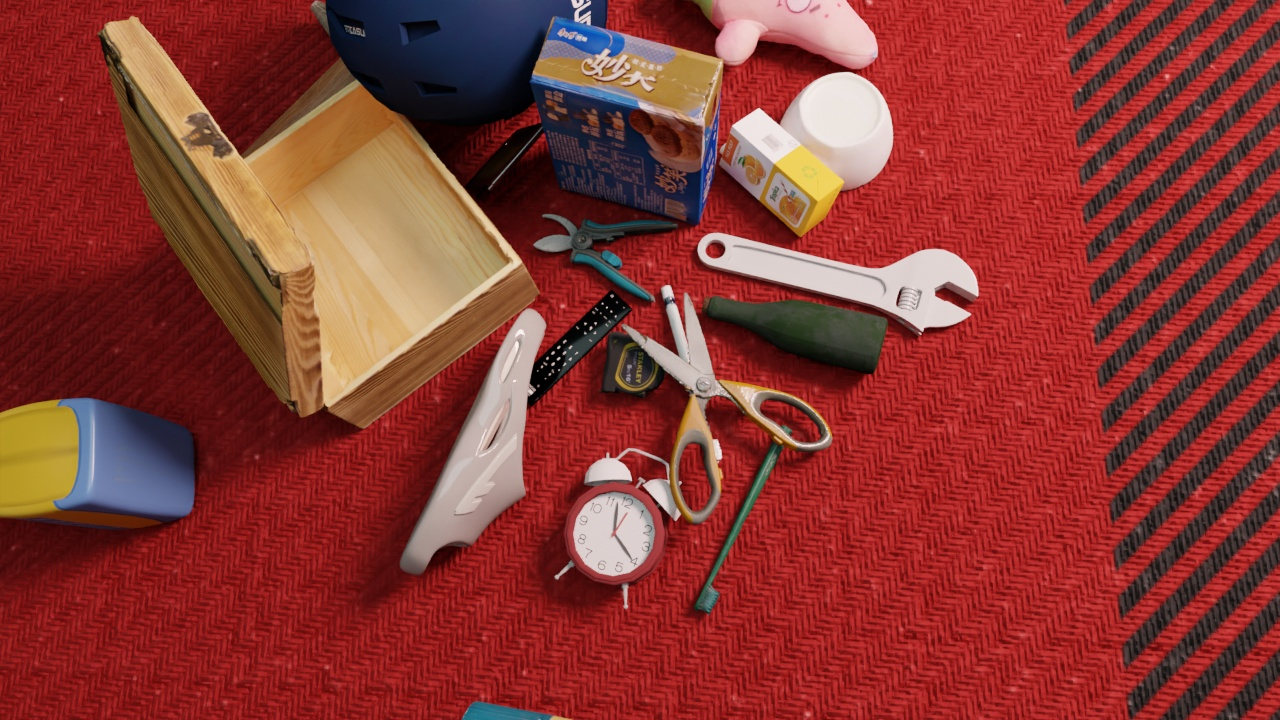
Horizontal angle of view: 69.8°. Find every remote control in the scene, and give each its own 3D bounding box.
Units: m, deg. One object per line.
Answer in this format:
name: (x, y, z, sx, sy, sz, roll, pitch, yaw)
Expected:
remote control: (-0.068, -0.013, 0.915, 0.140, 0.009, 0.030, -44, 75, -7)

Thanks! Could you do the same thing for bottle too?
bottle: (0.144, -0.033, 0.878, 0.174, 0.055, 0.055, 14, 76, 13)

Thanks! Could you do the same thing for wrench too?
wrench: (0.192, -0.091, 0.908, 0.273, 0.018, 0.086, 16, 77, 11)

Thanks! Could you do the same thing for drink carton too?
drink carton: (0.136, -0.189, 0.913, 0.040, 0.059, 0.122, -38, 74, -25)

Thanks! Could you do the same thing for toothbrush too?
toothbrush: (0.049, 0.011, 0.893, 0.012, 0.017, 0.186, -6, 71, -29)
toothbrush: (0.098, 0.147, 0.851, 0.017, 0.016, 0.189, 25, 78, 14)

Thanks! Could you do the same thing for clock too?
clock: (-0.018, 0.149, 0.845, 0.096, 0.048, 0.137, 20, 79, 11)

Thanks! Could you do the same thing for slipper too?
slipper: (-0.131, 0.084, 0.852, 0.080, 0.113, 0.265, 25, 78, -8)

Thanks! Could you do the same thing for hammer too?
hammer: (-0.387, -0.249, 0.997, 0.158, 0.037, 0.300, 39, 81, 14)

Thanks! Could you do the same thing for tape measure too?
tape measure: (-0.005, 0.005, 0.891, 0.061, 0.034, 0.061, 9, 87, 12)

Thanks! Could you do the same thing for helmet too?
helmet: (-0.192, -0.338, 0.867, 0.222, 0.233, 0.272, -36, 51, -25)

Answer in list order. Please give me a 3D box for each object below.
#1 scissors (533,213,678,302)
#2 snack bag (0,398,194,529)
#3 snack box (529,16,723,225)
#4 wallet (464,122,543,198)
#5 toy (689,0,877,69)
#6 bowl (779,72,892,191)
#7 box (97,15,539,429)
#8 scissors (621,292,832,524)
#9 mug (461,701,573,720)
scissors: (-0.027, -0.119, 0.936, 0.124, 0.019, 0.154, -41, 76, -7)
snack bag: (-0.552, 0.108, 0.852, 0.205, 0.159, 0.102, -9, 75, 4)
snack box: (-0.008, -0.215, 0.862, 0.155, 0.203, 0.069, 17, 76, 8)
wallet: (-0.134, -0.203, 0.924, 0.018, 0.116, 0.091, 43, 81, -19)
toy: (0.146, -0.379, 0.955, 0.237, 0.097, 0.192, 36, 89, 6)
bowl: (0.198, -0.235, 0.921, 0.116, 0.066, 0.116, -1, 75, 5)
box: (-0.309, -0.121, 0.812, 0.284, 0.323, 0.279, -38, 76, -4)
scissors: (0.062, 0.047, 0.852, 0.225, 0.016, 0.216, 33, 71, 6)
mug: (-0.103, 0.357, 0.785, 0.107, 0.083, 0.114, 8, 103, 8)
